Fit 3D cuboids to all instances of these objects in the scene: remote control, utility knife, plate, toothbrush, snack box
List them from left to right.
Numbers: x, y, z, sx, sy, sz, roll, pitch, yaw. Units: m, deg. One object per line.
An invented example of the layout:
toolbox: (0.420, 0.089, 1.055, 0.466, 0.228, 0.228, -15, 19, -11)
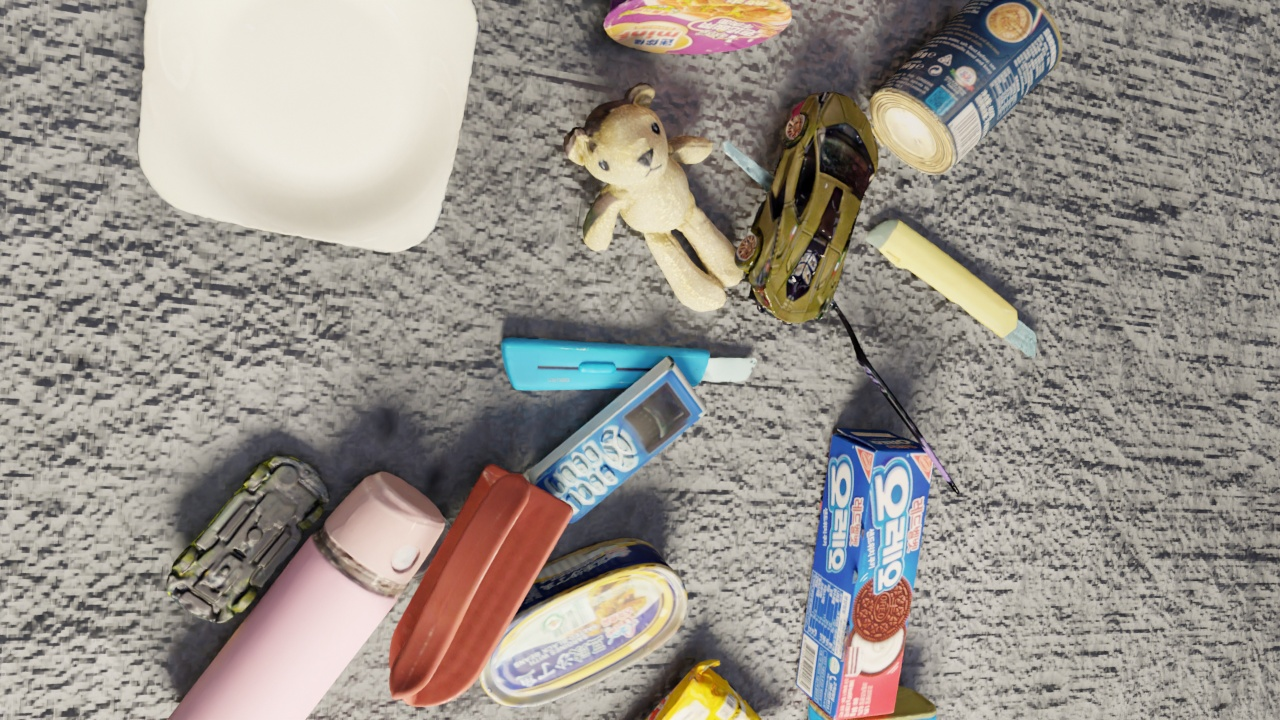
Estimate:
plate: (-0.181, -0.149, 0.503, 0.164, 0.034, 0.164, 10, 111, -18)
remote control: (-0.015, 0.053, 0.610, 0.125, 0.024, 0.049, -39, 123, -4)
utility knife: (-0.004, 0.004, 0.616, 0.182, 0.018, 0.034, 1, 99, -21)
snack box: (0.164, 0.157, 0.681, 0.058, 0.057, 0.207, 3, 98, -23)
toothbrush: (0.168, 0.017, 0.647, 0.017, 0.014, 0.189, -34, 87, 2)
utility knife: (0.241, -0.053, 0.690, 0.183, 0.019, 0.031, 32, 92, -15)

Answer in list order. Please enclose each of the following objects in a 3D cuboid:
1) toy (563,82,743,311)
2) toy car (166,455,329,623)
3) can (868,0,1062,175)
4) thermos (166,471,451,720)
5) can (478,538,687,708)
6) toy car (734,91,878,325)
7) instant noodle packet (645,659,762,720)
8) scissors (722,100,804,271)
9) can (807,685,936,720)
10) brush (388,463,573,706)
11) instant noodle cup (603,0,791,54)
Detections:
toy: (0.015, -0.096, 0.580, 0.105, 0.066, 0.157, -39, 126, -2)
toy car: (-0.233, 0.104, 0.547, 0.048, 0.032, 0.105, 43, 73, -20)
can: (0.220, -0.190, 0.628, 0.111, 0.075, 0.075, -44, 110, -7)
thermos: (-0.194, 0.163, 0.558, 0.198, 0.067, 0.087, -53, 143, -6)
can: (-0.042, 0.174, 0.616, 0.148, 0.049, 0.074, -21, 106, -15)
toy car: (0.113, -0.101, 0.600, 0.070, 0.042, 0.158, 21, 85, -31)
instant noodle packet: (0.037, 0.290, 0.668, 0.128, 0.044, 0.111, -45, 109, -9)
scissors: (0.101, -0.114, 0.622, 0.133, 0.017, 0.134, 32, 79, -34)
can: (0.177, 0.304, 0.713, 0.102, 0.057, 0.083, 1, 96, -20)
brush: (-0.102, 0.137, 0.548, 0.063, 0.069, 0.145, 26, 75, 14)
instant noodle cup: (0.034, -0.245, 0.542, 0.111, 0.112, 0.099, 0, 90, -19)
